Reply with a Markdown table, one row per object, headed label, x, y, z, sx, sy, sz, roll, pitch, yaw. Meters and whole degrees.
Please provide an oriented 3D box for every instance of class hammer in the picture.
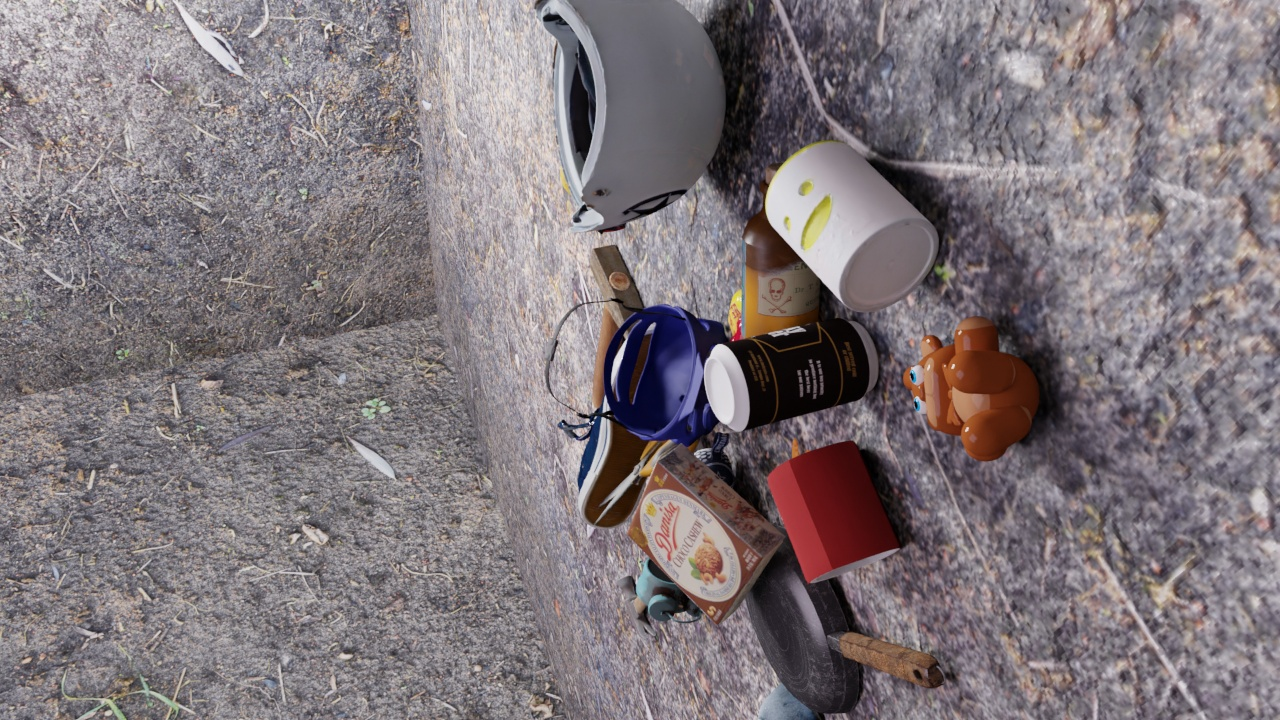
| label | x | y | z | sx | sy | sz | roll | pitch | yaw |
| --- | --- | --- | --- | --- | --- | --- | --- | --- | --- |
| hammer | -0.044 | -0.015 | 1.389 | 0.302 | 0.037 | 0.157 | 101 | 151 | -53 |
| hammer | 0.021 | 0.366 | 1.494 | 0.332 | 0.030 | 0.119 | 113 | 140 | -57 |

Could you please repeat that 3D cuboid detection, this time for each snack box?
| label | x | y | z | sx | sy | sz | roll | pitch | yaw |
| --- | --- | --- | --- | --- | --- | --- | --- | --- | --- |
| snack box | 0.062 | 0.183 | 0.960 | 0.147 | 0.041 | 0.143 | 42 | 140 | 20 |

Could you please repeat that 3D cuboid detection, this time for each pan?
| label | x | y | z | sx | sy | sz | roll | pitch | yaw |
| --- | --- | --- | --- | --- | --- | --- | --- | --- | --- |
| pan | 0.179 | 0.268 | 0.890 | 0.357 | 0.040 | 0.207 | 160 | 94 | -74 |

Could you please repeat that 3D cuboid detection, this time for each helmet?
| label | x | y | z | sx | sy | sz | roll | pitch | yaw |
| --- | --- | --- | --- | --- | --- | --- | --- | --- | --- |
| helmet | -0.006 | 0.006 | 0.986 | 0.241 | 0.227 | 0.148 | -154 | 79 | -69 |
| helmet | -0.007 | -0.252 | 0.907 | 0.264 | 0.163 | 0.236 | 174 | 87 | -79 |

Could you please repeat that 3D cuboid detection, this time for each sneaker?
| label | x | y | z | sx | sy | sz | roll | pitch | yaw |
| --- | --- | --- | --- | --- | --- | --- | --- | --- | --- |
| sneaker | 0.058 | 0.159 | 1.143 | 0.270 | 0.103 | 0.132 | 148 | 123 | -71 |
| sneaker | -0.028 | 0.071 | 1.212 | 0.127 | 0.120 | 0.295 | -113 | 37 | -58 |

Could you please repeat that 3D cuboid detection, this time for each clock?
| label | x | y | z | sx | sy | sz | roll | pitch | yaw |
| --- | --- | --- | --- | --- | --- | --- | --- | --- | --- |
| clock | 0.045 | 0.317 | 1.271 | 0.124 | 0.090 | 0.053 | -129 | 41 | -55 |

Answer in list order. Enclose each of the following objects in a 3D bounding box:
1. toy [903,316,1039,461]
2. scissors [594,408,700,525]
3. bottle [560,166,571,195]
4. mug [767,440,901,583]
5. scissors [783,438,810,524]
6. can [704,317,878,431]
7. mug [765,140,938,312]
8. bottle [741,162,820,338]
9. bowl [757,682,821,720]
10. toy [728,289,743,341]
| label | x | y | z | sx | sy | sz | roll | pitch | yaw |
| --- | --- | --- | --- | --- | --- | --- | --- | --- | --- |
| toy | 0.207 | 0.018 | 0.606 | 0.128 | 0.065 | 0.095 | -161 | 62 | -75 |
| scissors | 0.009 | 0.131 | 1.118 | 0.225 | 0.016 | 0.166 | -53 | 17 | 15 |
| bottle | -0.071 | -0.277 | 1.237 | 0.164 | 0.071 | 0.071 | 106 | 146 | -57 |
| mug | 0.162 | 0.136 | 0.798 | 0.116 | 0.080 | 0.096 | 102 | 151 | -67 |
| scissors | 0.156 | 0.128 | 0.922 | 0.084 | 0.012 | 0.133 | -147 | 46 | -64 |
| can | 0.122 | 0.010 | 0.748 | 0.072 | 0.128 | 0.072 | 167 | 90 | -73 |
| mug | 0.151 | -0.098 | 0.663 | 0.083 | 0.082 | 0.106 | 94 | 154 | -43 |
| bottle | 0.120 | -0.089 | 0.783 | 0.068 | 0.067 | 0.157 | -130 | 32 | -56 |
| bowl | 0.164 | 0.418 | 1.028 | 0.110 | 0.055 | 0.110 | 167 | 90 | -73 |
| toy | 0.112 | -0.004 | 0.888 | 0.106 | 0.067 | 0.137 | 92 | 166 | -55 |
